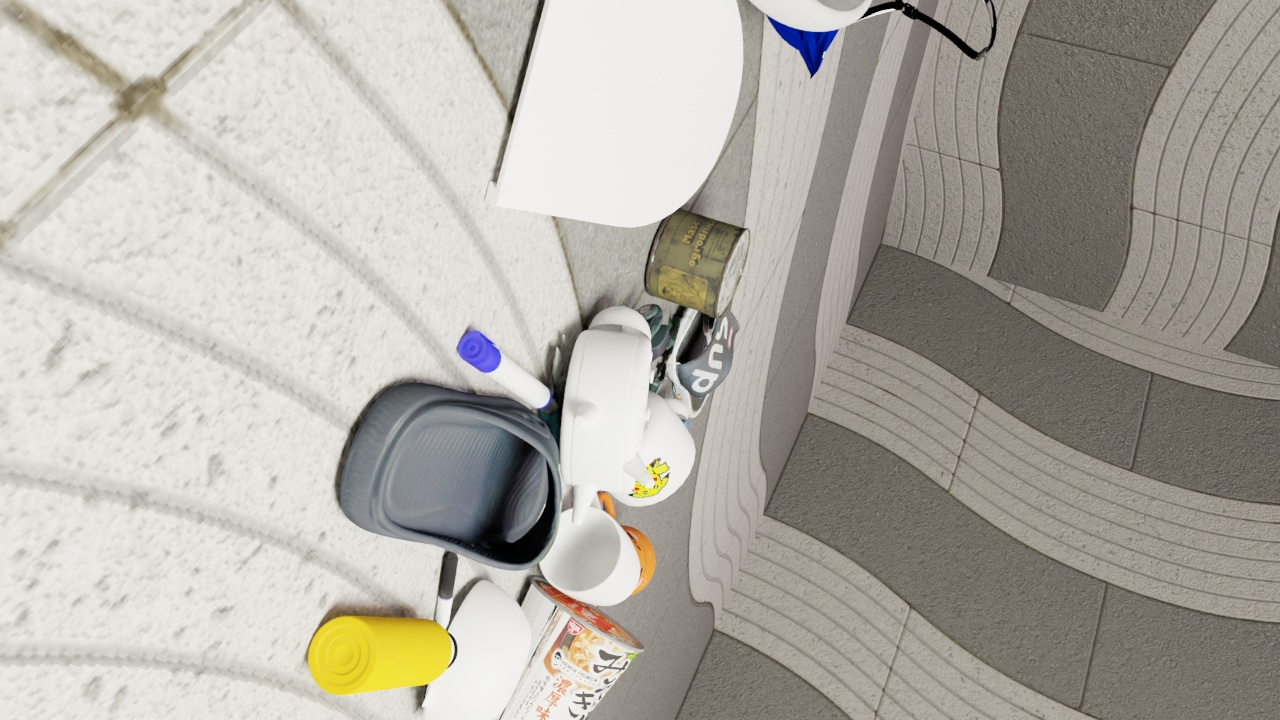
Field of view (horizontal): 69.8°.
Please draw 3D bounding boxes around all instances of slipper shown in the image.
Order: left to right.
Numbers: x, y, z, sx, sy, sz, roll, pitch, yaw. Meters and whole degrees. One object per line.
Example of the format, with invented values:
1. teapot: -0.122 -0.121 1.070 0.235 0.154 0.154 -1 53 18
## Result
1. slipper: -0.091 0.079 0.593 0.268 0.083 0.110 44 66 -72
2. slipper: 0.080 0.001 1.111 0.264 0.063 0.111 81 32 -66

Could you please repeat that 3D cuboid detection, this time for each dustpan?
1. dustpan: -0.013 -0.192 0.625 0.257 0.053 0.192 -5 115 -60

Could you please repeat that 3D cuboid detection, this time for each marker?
1. marker: -0.149 0.202 0.681 0.011 0.011 0.152 -41 149 -60
2. marker: -0.089 0.009 0.623 0.141 0.020 0.020 53 59 -72

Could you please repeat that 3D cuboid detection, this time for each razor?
1. razor: -0.005 0.005 0.853 0.143 0.052 0.047 99 13 -51

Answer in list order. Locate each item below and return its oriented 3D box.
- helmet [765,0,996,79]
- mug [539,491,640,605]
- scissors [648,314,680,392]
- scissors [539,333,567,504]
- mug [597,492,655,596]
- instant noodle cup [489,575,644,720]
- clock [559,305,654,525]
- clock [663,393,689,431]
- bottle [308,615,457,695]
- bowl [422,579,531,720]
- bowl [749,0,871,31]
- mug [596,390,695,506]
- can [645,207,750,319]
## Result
1. helmet: 0.214 -0.356 0.794 0.147 0.227 0.241 -85 -166 -85
2. mug: -0.044 0.175 0.875 0.088 0.081 0.114 59 24 -60
3. scissors: 0.012 0.025 0.903 0.209 0.015 0.137 -76 -170 -81
4. scissors: -0.069 0.052 0.741 0.126 0.019 0.154 44 61 -79
5. mug: -0.034 0.196 0.971 0.096 0.078 0.112 38 43 -74
6. instant noodle cup: -0.081 0.284 0.843 0.121 0.124 0.123 -58 163 -7
7. clock: -0.018 0.039 0.730 0.160 0.073 0.126 -79 175 -53
8. clock: 0.025 0.094 1.057 0.089 0.052 0.125 94 22 -44
9. bottle: -0.154 0.185 0.580 0.144 0.043 0.043 58 54 -71
10. bowl: -0.120 0.235 0.718 0.114 0.050 0.114 19 88 -82
11. bowl: 0.098 -0.319 0.668 0.176 0.066 0.176 12 73 -42
12. mug: -0.013 0.084 0.837 0.068 0.116 0.094 52 12 -37
13. can: 0.055 -0.094 0.876 0.090 0.074 0.090 21 89 -76
